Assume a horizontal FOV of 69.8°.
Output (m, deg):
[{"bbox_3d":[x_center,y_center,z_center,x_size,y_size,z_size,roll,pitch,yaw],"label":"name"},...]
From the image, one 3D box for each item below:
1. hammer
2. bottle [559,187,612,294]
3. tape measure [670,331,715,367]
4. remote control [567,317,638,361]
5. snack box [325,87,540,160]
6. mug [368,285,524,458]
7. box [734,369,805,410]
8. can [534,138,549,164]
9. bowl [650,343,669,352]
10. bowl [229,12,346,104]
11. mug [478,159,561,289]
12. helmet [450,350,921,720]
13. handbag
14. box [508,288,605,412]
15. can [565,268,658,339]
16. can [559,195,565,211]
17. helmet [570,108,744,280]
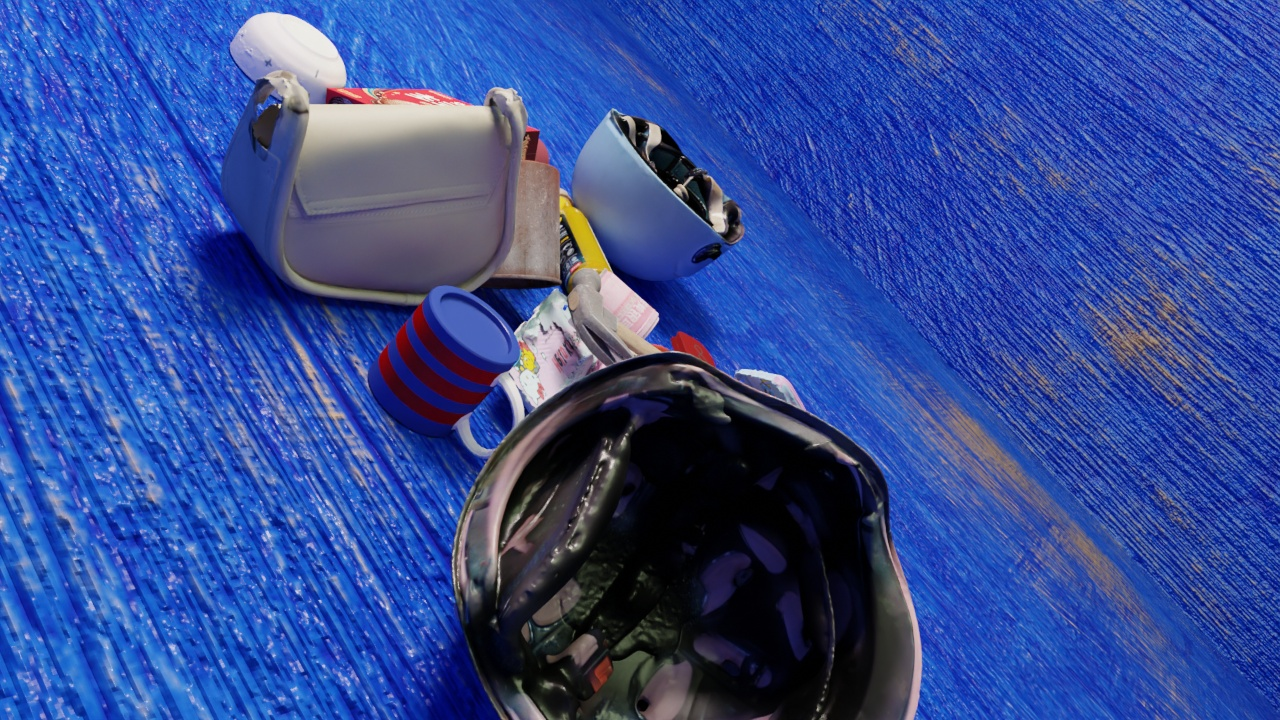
[{"bbox_3d":[0.068,0.038,0.834,0.331,0.031,0.119,36,21,-21],"label":"hammer"},{"bbox_3d":[-0.077,-0.134,1.041,0.053,0.053,0.186,27,26,-38],"label":"bottle"},{"bbox_3d":[0.058,0.002,0.973,0.051,0.019,0.059,28,32,-41],"label":"tape measure"},{"bbox_3d":[-0.005,0.005,0.815,0.136,0.011,0.050,44,20,7],"label":"remote control"},{"bbox_3d":[-0.200,-0.224,0.884,0.152,0.036,0.132,26,27,27],"label":"snack box"},{"bbox_3d":[-0.123,0.014,0.634,0.112,0.076,0.074,46,21,6],"label":"mug"},{"bbox_3d":[0.118,0.113,0.745,0.214,0.089,0.093,58,-23,-18],"label":"box"},{"bbox_3d":[-0.156,-0.236,1.079,0.063,0.063,0.114,45,20,4],"label":"can"},{"bbox_3d":[0.038,0.039,0.946,0.122,0.035,0.121,37,21,-18],"label":"bowl"},{"bbox_3d":[-0.328,-0.289,0.874,0.105,0.054,0.104,38,20,-17],"label":"bowl"},{"bbox_3d":[-0.132,-0.120,0.822,0.123,0.110,0.096,0,-6,-4],"label":"mug"},{"bbox_3d":[0.020,0.135,0.511,0.255,0.229,0.153,33,-23,1],"label":"helmet"},{"bbox_3d":[-0.197,-0.139,0.671,0.132,0.185,0.228,48,37,18],"label":"handbag"},{"bbox_3d":[-0.051,0.024,0.792,0.155,0.059,0.201,39,20,-6],"label":"box"},{"bbox_3d":[-0.029,-0.045,0.940,0.076,0.067,0.067,41,21,-6],"label":"can"},{"bbox_3d":[-0.144,-0.154,0.932,0.101,0.073,0.130,37,21,-11],"label":"can"},{"bbox_3d":[0.009,-0.193,1.145,0.225,0.167,0.265,50,13,12],"label":"helmet"}]
